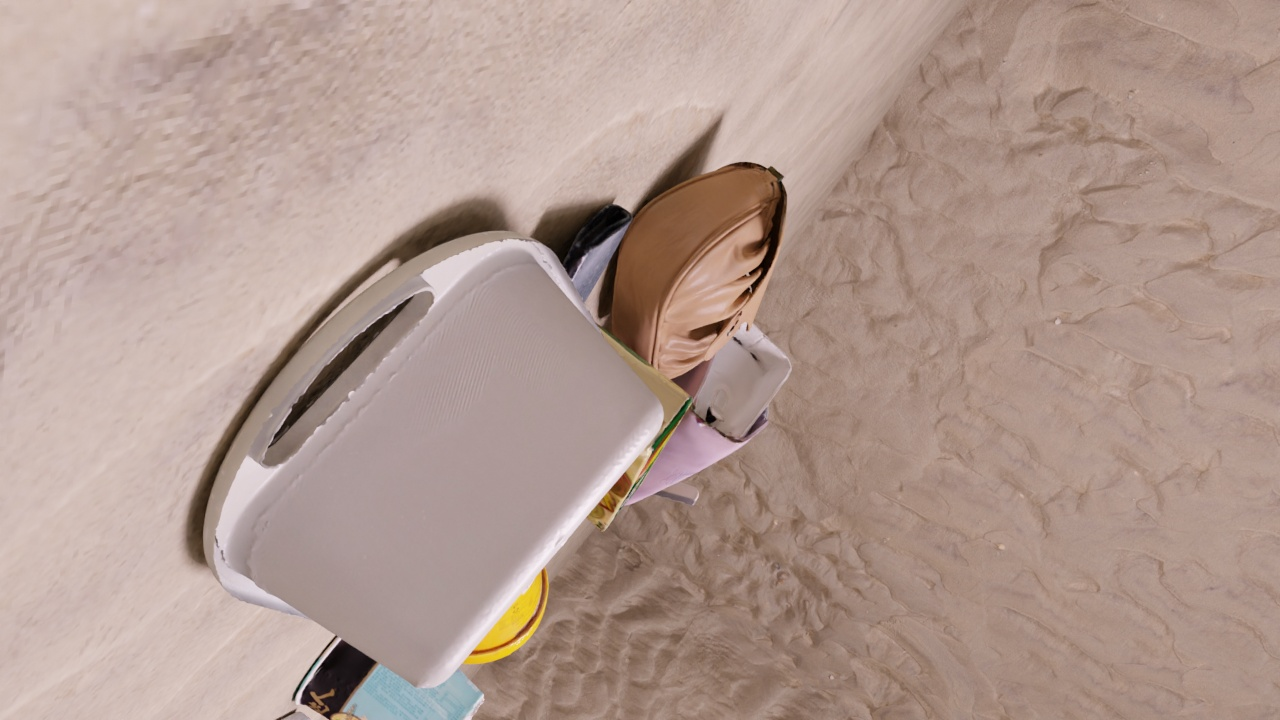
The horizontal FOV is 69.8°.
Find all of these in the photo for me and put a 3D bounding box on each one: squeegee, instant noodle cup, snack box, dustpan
[{"bbox_3d":[0.017,0.038,1.103,0.039,0.247,0.246,27,75,-42],"label":"squeegee"},{"bbox_3d":[-0.128,0.161,0.717,0.118,0.118,0.115,-49,165,-34],"label":"instant noodle cup"},{"bbox_3d":[-0.196,0.270,0.747,0.111,0.120,0.111,-52,173,-9],"label":"instant noodle cup"},{"bbox_3d":[-0.041,0.061,0.777,0.063,0.114,0.241,-49,173,-25],"label":"snack box"},{"bbox_3d":[-0.102,0.041,0.462,0.222,0.142,0.258,-49,-168,-11],"label":"dustpan"}]

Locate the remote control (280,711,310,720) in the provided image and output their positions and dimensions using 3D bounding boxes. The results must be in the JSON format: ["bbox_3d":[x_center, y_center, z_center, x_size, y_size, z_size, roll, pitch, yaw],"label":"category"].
[{"bbox_3d":[-0.292,0.304,0.697,0.056,0.020,0.136,-53,174,-9],"label":"remote control"}]

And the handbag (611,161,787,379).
[{"bbox_3d":[0.051,-0.063,0.745,0.147,0.100,0.205,-38,163,-18],"label":"handbag"}]

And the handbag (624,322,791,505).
[{"bbox_3d":[0.043,0.058,0.913,0.198,0.098,0.144,-36,-167,47],"label":"handbag"}]

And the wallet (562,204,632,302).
[{"bbox_3d":[-0.043,-0.040,0.550,0.097,0.019,0.120,-60,180,22],"label":"wallet"}]
